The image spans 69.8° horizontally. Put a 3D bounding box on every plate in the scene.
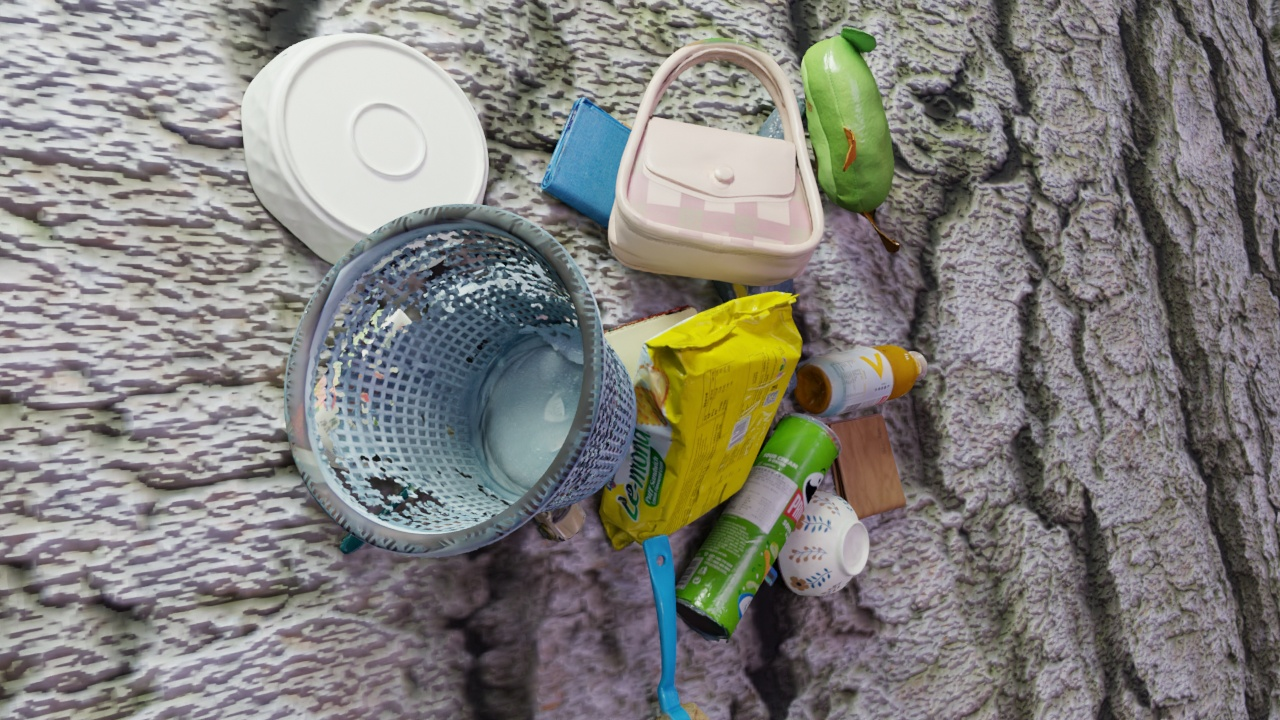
[{"bbox_3d":[-0.213,-0.174,0.749,0.204,0.046,0.204,7,77,-35],"label":"plate"}]

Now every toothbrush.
[{"bbox_3d":[-0.173,0.089,0.749,0.191,0.018,0.016,-46,108,-36],"label":"toothbrush"}]

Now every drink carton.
[{"bbox_3d":[-0.215,0.021,0.709,0.053,0.046,0.122,50,57,-31],"label":"drink carton"}]

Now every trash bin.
[{"bbox_3d":[-0.101,0.028,0.662,0.195,0.227,0.226,35,55,-68],"label":"trash bin"}]

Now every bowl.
[{"bbox_3d":[0.198,0.192,0.959,0.113,0.062,0.113,2,88,-46],"label":"bowl"}]

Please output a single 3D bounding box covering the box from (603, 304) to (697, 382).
[{"bbox_3d":[-0.005,0.005,0.837,0.167,0.080,0.091,-21,93,-44],"label":"box"}]

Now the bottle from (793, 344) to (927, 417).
[{"bbox_3d":[0.257,0.019,1.046,0.189,0.068,0.068,-9,87,-38],"label":"bottle"}]

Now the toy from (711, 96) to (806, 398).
[{"bbox_3d":[0.126,-0.143,0.962,0.137,0.092,0.355,24,64,-37],"label":"toy"}]

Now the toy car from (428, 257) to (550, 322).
[{"bbox_3d":[-0.127,-0.055,0.796,0.120,0.037,0.054,-30,99,-40],"label":"toy car"}]

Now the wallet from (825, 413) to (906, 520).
[{"bbox_3d":[0.259,0.122,1.061,0.101,0.020,0.115,-7,83,-39],"label":"wallet"}]

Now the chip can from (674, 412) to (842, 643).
[{"bbox_3d":[0.114,0.160,0.902,0.072,0.072,0.235,48,62,-20],"label":"chip can"}]

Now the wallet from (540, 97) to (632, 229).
[{"bbox_3d":[-0.025,-0.181,0.895,0.133,0.040,0.106,28,75,-30],"label":"wallet"}]

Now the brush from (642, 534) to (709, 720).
[{"bbox_3d":[0.029,0.279,0.818,0.083,0.046,0.255,-13,102,-30],"label":"brush"}]

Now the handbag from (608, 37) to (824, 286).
[{"bbox_3d":[0.074,-0.193,0.863,0.193,0.093,0.234,9,75,-9],"label":"handbag"}]

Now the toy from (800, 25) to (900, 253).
[{"bbox_3d":[0.235,-0.246,1.025,0.226,0.090,0.247,-77,150,-62],"label":"toy"}]

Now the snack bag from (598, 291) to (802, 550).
[{"bbox_3d":[0.055,0.055,0.807,0.157,0.247,0.068,-24,53,-37],"label":"snack bag"}]

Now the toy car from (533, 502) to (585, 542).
[{"bbox_3d":[-0.081,0.118,0.798,0.042,0.035,0.090,-44,110,-33],"label":"toy car"}]

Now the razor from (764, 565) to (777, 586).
[{"bbox_3d":[0.148,0.164,0.966,0.043,0.022,0.142,53,54,-36],"label":"razor"}]
